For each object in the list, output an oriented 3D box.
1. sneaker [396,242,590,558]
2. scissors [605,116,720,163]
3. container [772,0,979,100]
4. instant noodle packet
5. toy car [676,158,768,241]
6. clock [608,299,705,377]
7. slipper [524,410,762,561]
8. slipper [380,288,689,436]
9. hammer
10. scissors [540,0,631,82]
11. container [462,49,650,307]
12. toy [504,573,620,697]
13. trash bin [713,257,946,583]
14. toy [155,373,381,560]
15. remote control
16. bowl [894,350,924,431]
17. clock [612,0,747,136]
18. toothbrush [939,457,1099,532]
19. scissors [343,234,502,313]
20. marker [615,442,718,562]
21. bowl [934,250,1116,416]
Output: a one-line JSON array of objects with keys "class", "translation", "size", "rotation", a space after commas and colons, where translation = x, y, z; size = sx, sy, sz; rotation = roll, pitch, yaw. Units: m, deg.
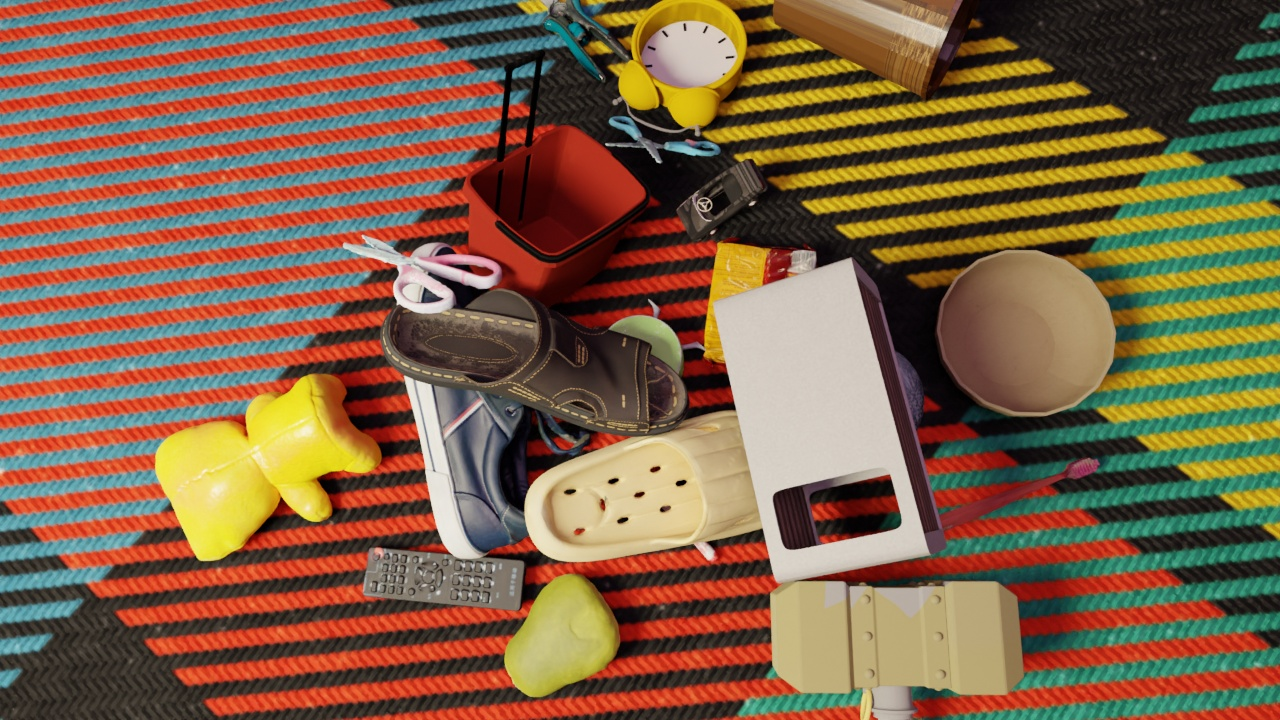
[{"class": "sneaker", "translation": [-0.134, 0.024, 0.839], "size": [0.127, 0.120, 0.294], "rotation": [-16, 79, 14]}, {"class": "scissors", "translation": [0.010, -0.217, 0.894], "size": [0.133, 0.134, 0.015], "rotation": [39, 122, 39]}, {"class": "container", "translation": [0.225, -0.343, 0.880], "size": [0.167, 0.132, 0.132], "rotation": [27, 81, 16]}, {"class": "instant noodle packet", "translation": [0.114, -0.052, 0.865], "size": [0.098, 0.040, 0.135], "rotation": [8, 78, 4]}, {"class": "toy car", "translation": [0.076, -0.154, 0.878], "size": [0.092, 0.037, 0.040], "rotation": [-33, 76, 31]}, {"class": "clock", "translation": [-0.005, 0.005, 0.862], "size": [0.094, 0.042, 0.119], "rotation": [40, 84, 13]}, {"class": "slipper", "translation": [0.030, 0.105, 0.789], "size": [0.261, 0.079, 0.111], "rotation": [-12, 76, -14]}, {"class": "slipper", "translation": [-0.081, -0.005, 0.772], "size": [0.267, 0.076, 0.112], "rotation": [14, 49, -12]}, {"class": "hammer", "translation": [0.207, 0.343, 0.737], "size": [0.190, 0.101, 0.324], "rotation": [-1, 77, 5]}, {"class": "scissors", "translation": [-0.070, -0.344, 0.957], "size": [0.127, 0.019, 0.142], "rotation": [1, 76, 6]}, {"class": "container", "translation": [-0.075, -0.148, 0.805], "size": [0.127, 0.201, 0.147], "rotation": [43, 54, 13]}, {"class": "toy", "translation": [-0.074, 0.246, 0.810], "size": [0.110, 0.051, 0.090], "rotation": [-37, 75, -1]}, {"class": "trash bin", "translation": [0.154, 0.052, 0.744], "size": [0.115, 0.114, 0.228], "rotation": [-17, 76, 22]}, {"class": "toy", "translation": [-0.348, 0.096, 0.850], "size": [0.194, 0.087, 0.134], "rotation": [-26, 80, -2]}, {"class": "remote control", "translation": [-0.179, 0.201, 0.845], "size": [0.150, 0.022, 0.047], "rotation": [4, 78, 8]}, {"class": "bowl", "translation": [0.202, 0.032, 0.828], "size": [0.114, 0.061, 0.114], "rotation": [-1, 77, 6]}, {"class": "clock", "translation": [0.043, -0.296, 0.921], "size": [0.113, 0.052, 0.151], "rotation": [23, 76, 10]}, {"class": "toothbrush", "translation": [0.319, 0.126, 0.819], "size": [0.190, 0.016, 0.016], "rotation": [-21, 77, 0]}, {"class": "scissors", "translation": [-0.211, -0.078, 0.796], "size": [0.179, 0.016, 0.102], "rotation": [18, 39, 25]}, {"class": "marker", "translation": [0.022, 0.130, 0.847], "size": [0.013, 0.013, 0.142], "rotation": [-42, 78, -5]}, {"class": "bowl", "translation": [0.341, -0.020, 0.832], "size": [0.152, 0.050, 0.152], "rotation": [-1, 77, 5]}]
